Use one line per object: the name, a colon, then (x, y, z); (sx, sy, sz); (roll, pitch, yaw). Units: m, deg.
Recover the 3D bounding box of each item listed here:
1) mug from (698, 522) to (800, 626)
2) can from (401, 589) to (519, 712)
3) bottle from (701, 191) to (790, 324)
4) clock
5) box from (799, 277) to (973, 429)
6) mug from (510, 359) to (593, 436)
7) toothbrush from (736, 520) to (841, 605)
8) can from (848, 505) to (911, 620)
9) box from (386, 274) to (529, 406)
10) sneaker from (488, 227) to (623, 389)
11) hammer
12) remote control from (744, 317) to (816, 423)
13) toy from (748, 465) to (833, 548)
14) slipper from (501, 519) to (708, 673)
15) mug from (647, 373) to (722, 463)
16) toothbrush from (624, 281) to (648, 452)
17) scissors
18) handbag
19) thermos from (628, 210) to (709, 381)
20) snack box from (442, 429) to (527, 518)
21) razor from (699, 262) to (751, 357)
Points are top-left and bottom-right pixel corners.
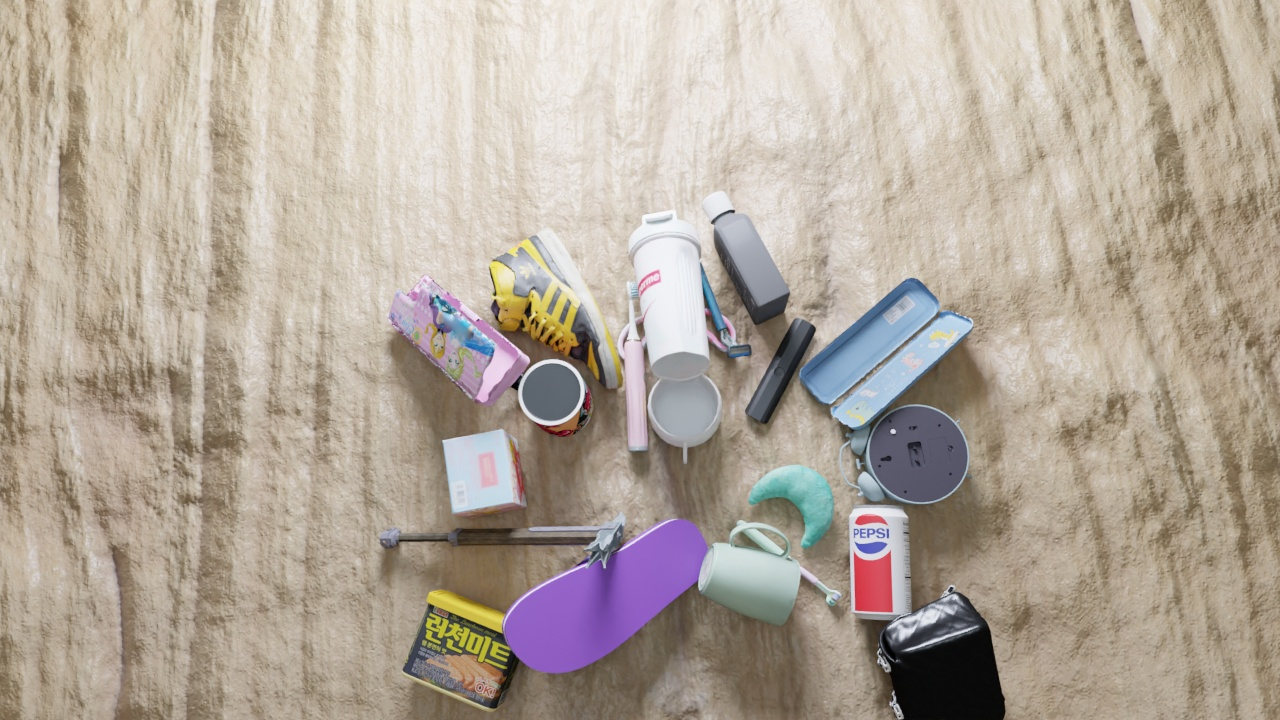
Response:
mug: (0.132, 0.248, 1.094); (0.104, 0.084, 0.111); (19, 98, -4)
can: (-0.210, 0.352, 1.115); (0.131, 0.072, 0.101); (20, 82, 8)
bottle: (0.133, -0.140, 1.195); (0.046, 0.084, 0.173); (-25, 76, -2)
clock: (0.329, 0.121, 1.144); (0.159, 0.045, 0.122); (-9, 77, 3)
box: (0.314, -0.007, 1.176); (0.209, 0.043, 0.125); (-40, 59, -5)
mug: (-0.122, 0.042, 1.163); (0.118, 0.098, 0.081); (23, 80, 8)
toothbrush: (0.182, 0.249, 1.140); (0.155, 0.015, 0.022); (37, 112, 10)
can: (0.288, 0.243, 1.106); (0.070, 0.070, 0.132); (1, 77, 4)
box: (-0.244, -0.036, 1.159); (0.084, 0.071, 0.230); (-49, 53, -6)
sneaker: (-0.119, -0.051, 1.189); (0.122, 0.086, 0.238); (-25, 73, -8)
hammer: (-0.176, 0.217, 1.137); (0.317, 0.146, 0.028); (-3, 101, 14)
remote control: (0.182, 0.013, 1.192); (0.033, 0.015, 0.146); (28, 81, 9)
toy: (0.196, 0.174, 1.149); (0.105, 0.033, 0.085); (38, 94, 10)
slipper: (-0.045, 0.283, 1.120); (0.266, 0.084, 0.107); (-28, 92, -22)
mug: (0.056, 0.072, 1.160); (0.094, 0.068, 0.115); (0, 77, 4)
toothbrush: (-0.007, 0.007, 1.187); (0.026, 0.027, 0.222); (-2, 85, -3)
scissors: (0.041, -0.055, 1.218); (0.176, 0.013, 0.170); (-44, 79, -6)
handbag: (0.336, 0.345, 1.059); (0.125, 0.114, 0.154); (-20, 118, 0)
thermos: (0.039, -0.087, 1.150); (0.099, 0.099, 0.220); (-8, 59, 2)
snack box: (-0.193, 0.143, 1.148); (0.079, 0.095, 0.093); (-11, 76, 1)
razor: (0.100, -0.065, 1.202); (0.042, 0.022, 0.144); (-5, 64, -41)
